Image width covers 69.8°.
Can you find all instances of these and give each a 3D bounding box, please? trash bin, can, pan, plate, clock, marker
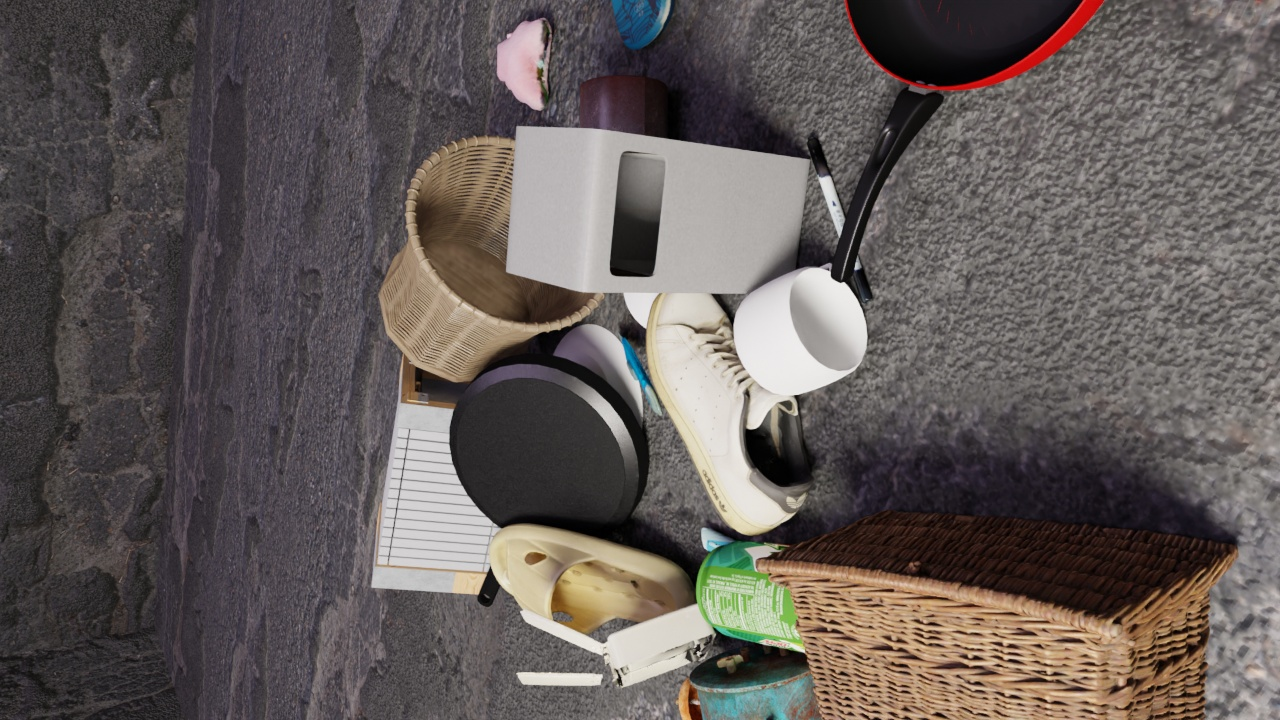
[{"bbox_3d":[-0.238,0.139,1.127,0.142,0.142,0.247,-117,38,-63],"label":"trash bin"},{"bbox_3d":[0.123,0.195,0.757,0.144,0.082,0.083,-5,89,46],"label":"can"},{"bbox_3d":[0.211,-0.222,0.642,0.209,0.067,0.357,36,120,44],"label":"pan"},{"bbox_3d":[-0.127,0.155,1.016,0.225,0.034,0.357,28,118,7],"label":"pan"},{"bbox_3d":[0.017,-0.121,0.760,0.115,0.228,0.114,19,107,49],"label":"trash bin"},{"bbox_3d":[-0.063,0.053,1.042,0.189,0.016,0.188,5,96,51],"label":"plate"},{"bbox_3d":[0.095,0.278,0.783,0.158,0.121,0.073,-17,84,57],"label":"clock"},{"bbox_3d":[0.163,-0.117,0.753,0.011,0.011,0.152,-32,68,48],"label":"marker"}]

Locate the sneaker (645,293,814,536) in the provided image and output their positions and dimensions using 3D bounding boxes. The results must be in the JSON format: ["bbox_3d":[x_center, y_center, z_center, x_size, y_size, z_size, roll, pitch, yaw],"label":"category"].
[{"bbox_3d":[0.082,0.028,0.800,0.103,0.088,0.241,-42,65,54],"label":"sneaker"}]

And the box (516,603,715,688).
[{"bbox_3d":[-0.022,0.266,0.853,0.146,0.186,0.065,96,176,-63],"label":"box"}]

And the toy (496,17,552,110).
[{"bbox_3d":[-0.138,-0.348,1.079,0.093,0.050,0.102,19,111,46],"label":"toy"}]

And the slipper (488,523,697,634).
[{"bbox_3d":[-0.068,0.236,0.949,0.262,0.079,0.111,1,119,31],"label":"slipper"}]

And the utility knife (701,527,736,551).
[{"bbox_3d":[0.101,0.180,0.849,0.118,0.015,0.022,12,108,47],"label":"utility knife"}]

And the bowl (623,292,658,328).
[{"bbox_3d":[0.014,-0.076,0.917,0.110,0.040,0.110,5,96,51],"label":"bowl"}]

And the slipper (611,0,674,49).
[{"bbox_3d":[-0.031,-0.460,0.934,0.118,0.060,0.294,-25,73,46],"label":"slipper"}]

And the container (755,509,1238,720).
[{"bbox_3d":[0.226,0.207,0.586,0.251,0.161,0.183,-5,92,52],"label":"container"}]

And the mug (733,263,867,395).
[{"bbox_3d":[0.130,-0.031,0.744,0.068,0.094,0.115,-27,34,50],"label":"mug"}]

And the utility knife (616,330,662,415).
[{"bbox_3d":[-0.005,0.005,0.906,0.196,0.015,0.031,-115,5,-67],"label":"utility knife"}]

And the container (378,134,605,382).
[{"bbox_3d":[-0.171,-0.097,1.016,0.197,0.226,0.226,-39,63,53],"label":"container"}]

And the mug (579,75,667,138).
[{"bbox_3d":[-0.018,-0.220,0.923,0.123,0.096,0.110,-160,75,-81],"label":"mug"}]
